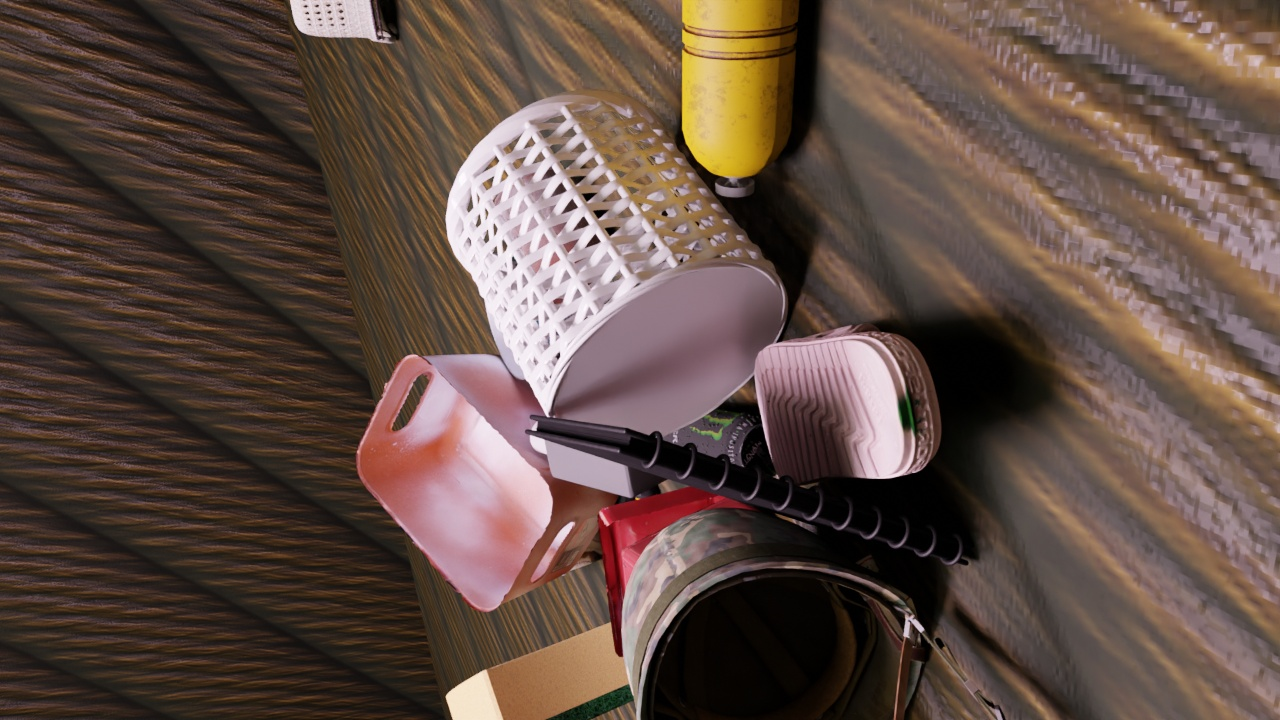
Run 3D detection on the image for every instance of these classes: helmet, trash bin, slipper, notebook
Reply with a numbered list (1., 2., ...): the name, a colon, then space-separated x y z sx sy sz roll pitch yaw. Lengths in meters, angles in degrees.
1. helmet: 0.091 0.207 0.584 0.224 0.192 0.236 51 -179 -19
2. trash bin: -0.169 0.123 1.039 0.260 0.157 0.182 40 113 23
3. slipper: 0.128 0.025 0.550 0.239 0.064 0.094 146 111 -80
4. notebook: 0.061 0.077 0.557 0.169 0.231 0.019 -2 70 66

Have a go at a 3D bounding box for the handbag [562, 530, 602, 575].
1. handbag: -0.123 0.173 1.169 0.142 0.096 0.198 -35 71 65

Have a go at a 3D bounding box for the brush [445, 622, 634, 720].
1. brush: -0.065 0.328 0.938 0.075 0.249 0.196 67 152 18

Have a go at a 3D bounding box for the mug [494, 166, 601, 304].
1. mug: -0.079 -0.117 0.914 0.110 0.096 0.123 69 -167 21

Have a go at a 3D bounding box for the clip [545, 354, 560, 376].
1. clip: -0.105 0.013 1.109 0.054 0.040 0.101 -160 56 -77

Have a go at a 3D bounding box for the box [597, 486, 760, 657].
1. box: 0.047 0.197 0.760 0.117 0.135 0.157 -145 43 -62

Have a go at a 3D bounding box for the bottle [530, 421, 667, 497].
1. bottle: -0.041 0.082 0.880 0.174 0.083 0.046 5 110 47

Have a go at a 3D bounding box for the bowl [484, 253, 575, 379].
1. bowl: -0.118 -0.057 1.036 0.144 0.074 0.144 46 144 48

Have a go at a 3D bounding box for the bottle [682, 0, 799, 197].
1. bottle: 0.060 -0.183 0.562 0.071 0.071 0.164 43 142 51

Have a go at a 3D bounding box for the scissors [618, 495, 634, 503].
1. scissors: -0.012 0.185 1.022 0.151 0.019 0.130 16 118 62

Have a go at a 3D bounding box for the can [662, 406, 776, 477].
1. can: 0.062 0.063 0.731 0.138 0.053 0.054 7 110 66

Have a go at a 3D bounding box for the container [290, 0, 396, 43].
1. container: -0.457 -0.602 1.369 0.184 0.143 0.252 -118 22 -60

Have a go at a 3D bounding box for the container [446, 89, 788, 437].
1. container: -0.020 -0.064 0.666 0.186 0.189 0.190 58 152 32

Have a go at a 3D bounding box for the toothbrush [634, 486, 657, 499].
1. toothbrush: 0.005 0.134 0.944 0.031 0.031 0.197 5 113 60
